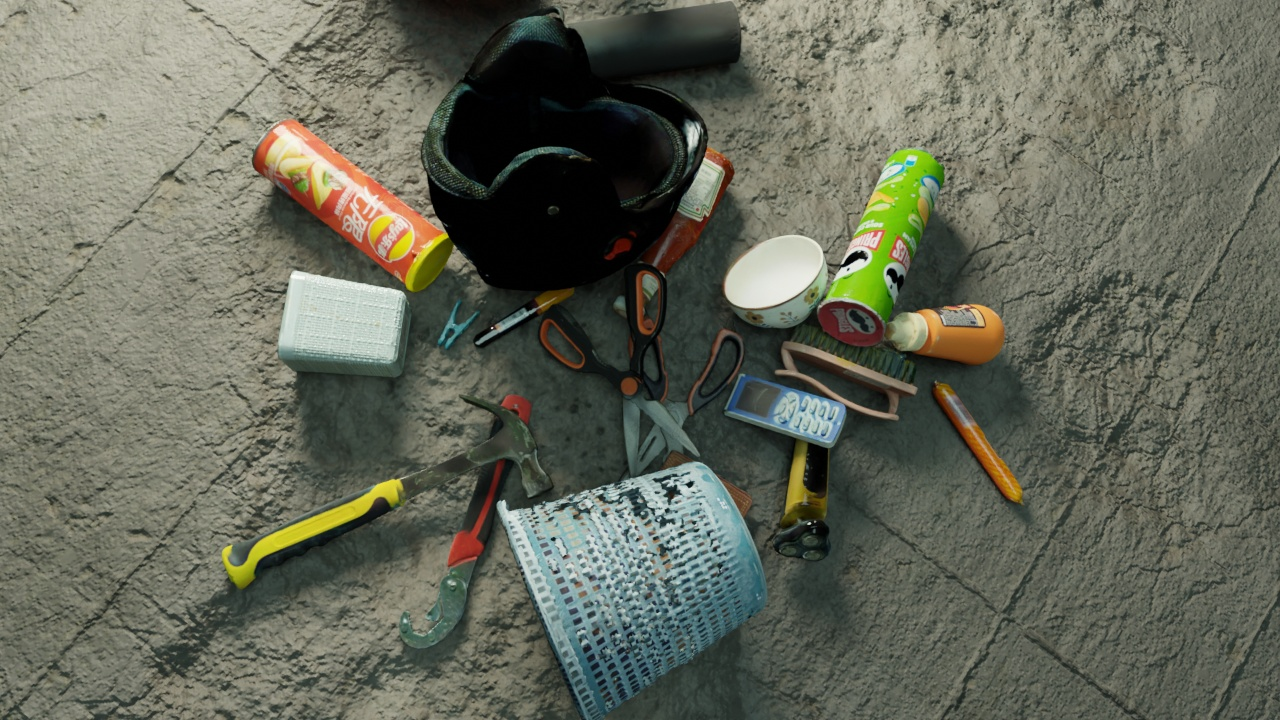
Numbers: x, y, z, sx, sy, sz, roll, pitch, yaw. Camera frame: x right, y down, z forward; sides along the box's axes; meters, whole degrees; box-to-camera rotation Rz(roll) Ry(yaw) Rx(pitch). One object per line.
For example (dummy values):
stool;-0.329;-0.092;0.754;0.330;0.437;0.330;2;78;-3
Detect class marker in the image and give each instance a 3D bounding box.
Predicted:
marker;-0.125;-0.049;0.989;0.123;0.015;0.018;-32;82;-8

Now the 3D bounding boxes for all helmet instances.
helmet;-0.077;-0.185;0.913;0.274;0.231;0.233;-3;54;-12

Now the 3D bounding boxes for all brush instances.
brush;0.220;0.012;0.988;0.145;0.063;0.073;20;85;-1

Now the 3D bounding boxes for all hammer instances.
hammer;-0.259;0.136;0.919;0.323;0.032;0.126;-23;79;-6

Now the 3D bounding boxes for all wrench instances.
wrench;-0.172;0.164;0.941;0.056;0.016;0.273;22;78;-2

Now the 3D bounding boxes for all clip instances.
clip;-0.197;-0.037;0.979;0.038;0.013;0.055;32;76;2

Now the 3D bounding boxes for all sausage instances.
sausage;0.371;0.090;1.008;0.021;0.021;0.165;-32;84;-11

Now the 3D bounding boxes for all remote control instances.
remote control;0.152;0.053;0.968;0.125;0.024;0.049;18;68;23

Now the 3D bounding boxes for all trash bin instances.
trash bin;0.000;0.198;0.843;0.195;0.227;0.226;-22;82;-10

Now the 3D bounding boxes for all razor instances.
razor;0.178;0.124;0.964;0.062;0.068;0.167;13;71;-12

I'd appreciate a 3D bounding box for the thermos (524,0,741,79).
thermos;-0.014;-0.366;1.033;0.242;0.068;0.090;-9;86;-8

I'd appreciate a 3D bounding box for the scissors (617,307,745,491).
scissors;0.037;0.042;0.987;0.189;0.015;0.226;-20;83;-10

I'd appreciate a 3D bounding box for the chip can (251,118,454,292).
chip can;-0.300;-0.164;0.963;0.216;0.073;0.073;38;77;2

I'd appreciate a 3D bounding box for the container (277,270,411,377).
container;-0.296;-0.031;0.931;0.111;0.090;0.090;8;78;-7

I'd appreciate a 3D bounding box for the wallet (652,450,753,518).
wallet;0.043;0.167;0.949;0.101;0.032;0.124;32;87;1

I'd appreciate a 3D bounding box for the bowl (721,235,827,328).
bowl;0.151;-0.075;0.988;0.113;0.113;0.062;-44;130;-12

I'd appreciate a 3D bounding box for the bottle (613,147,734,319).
bottle;0.033;-0.136;0.999;0.060;0.060;0.206;29;79;0

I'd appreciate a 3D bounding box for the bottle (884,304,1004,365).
bottle;0.321;-0.029;0.984;0.149;0.067;0.066;2;78;-28

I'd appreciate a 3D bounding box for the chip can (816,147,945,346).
chip can;0.262;-0.126;0.985;0.072;0.072;0.235;29;61;0

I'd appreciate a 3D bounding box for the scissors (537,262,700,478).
scissors;-0.019;0.007;0.954;0.229;0.021;0.221;19;99;22
